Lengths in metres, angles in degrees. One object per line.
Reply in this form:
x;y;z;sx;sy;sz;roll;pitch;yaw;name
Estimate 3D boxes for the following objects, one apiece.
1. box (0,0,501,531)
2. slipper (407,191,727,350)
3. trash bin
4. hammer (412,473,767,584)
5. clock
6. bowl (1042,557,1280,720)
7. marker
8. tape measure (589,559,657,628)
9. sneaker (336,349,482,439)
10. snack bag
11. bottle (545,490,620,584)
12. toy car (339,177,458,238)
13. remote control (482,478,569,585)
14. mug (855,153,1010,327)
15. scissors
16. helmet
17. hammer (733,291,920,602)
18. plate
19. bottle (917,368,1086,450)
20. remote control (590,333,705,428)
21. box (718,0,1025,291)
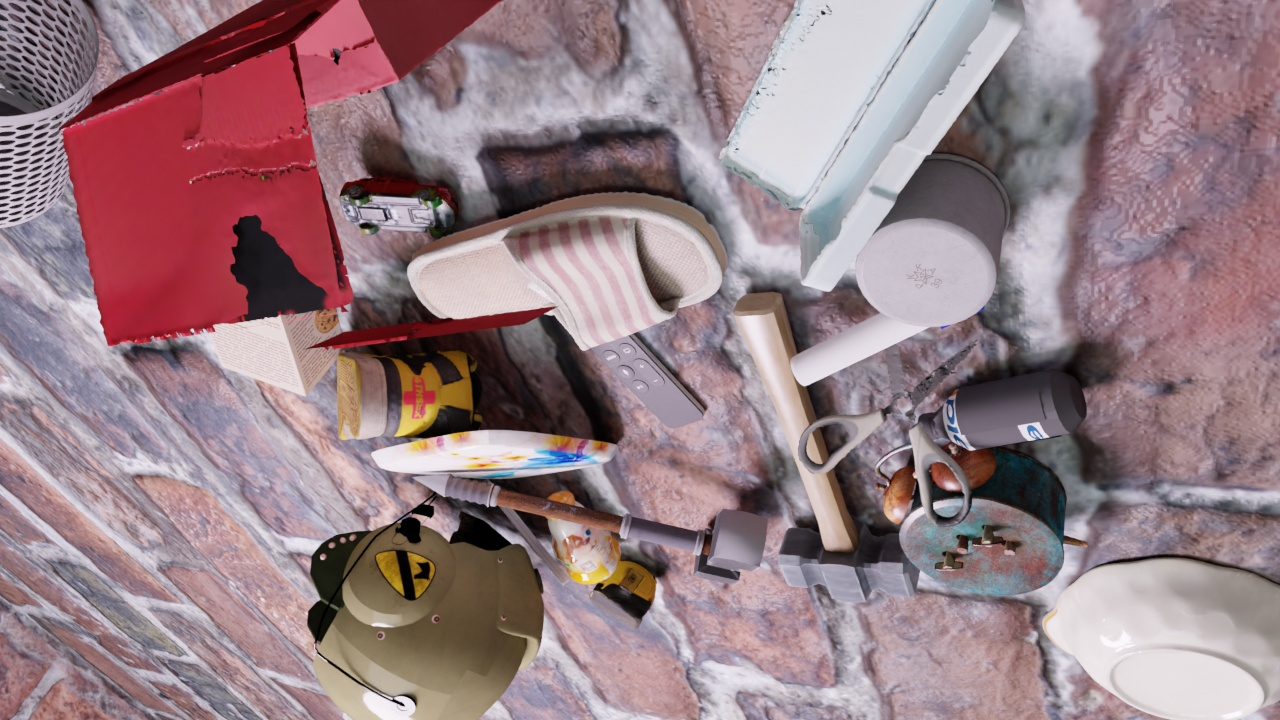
-0.230;-0.107;0.503;0.212;0.377;0.124;-5;147;31;box
-0.065;-0.059;0.694;0.263;0.052;0.115;-5;135;25;slipper
-0.524;-0.207;0.721;0.156;0.156;0.184;39;141;-14;trash bin
-0.051;0.144;0.848;0.322;0.043;0.156;13;159;0;hammer
0.252;0.119;0.711;0.157;0.073;0.122;36;139;-9;clock
0.441;0.241;0.749;0.220;0.060;0.188;-21;121;42;bowl
0.165;-0.018;0.625;0.133;0.023;0.027;-29;94;31;marker
-0.015;0.248;0.999;0.065;0.064;0.037;33;133;6;tape measure
-0.220;0.034;0.869;0.122;0.086;0.239;-1;180;-23;sneaker
-0.345;-0.072;0.830;0.094;0.069;0.207;18;139;11;snack bag
-0.064;0.183;0.956;0.063;0.063;0.109;-1;132;29;bottle
-0.187;-0.121;0.717;0.091;0.036;0.042;7;145;6;toy car
-0.125;0.184;0.986;0.136;0.011;0.050;53;168;-7;remote control
0.171;-0.062;0.563;0.084;0.070;0.113;26;138;1;mug
0.186;0.050;0.656;0.171;0.012;0.157;-38;87;37;scissors
-0.215;0.258;0.952;0.233;0.254;0.251;31;142;1;helmet
0.141;0.080;0.752;0.117;0.051;0.323;-2;129;30;hammer
-0.133;0.091;0.847;0.187;0.016;0.186;-14;162;38;plate
0.250;0.037;0.645;0.113;0.046;0.047;-16;124;39;bottle
-0.005;0.005;0.775;0.045;0.008;0.146;-22;120;42;remote control
0.116;-0.143;0.507;0.122;0.077;0.198;42;140;12;box
